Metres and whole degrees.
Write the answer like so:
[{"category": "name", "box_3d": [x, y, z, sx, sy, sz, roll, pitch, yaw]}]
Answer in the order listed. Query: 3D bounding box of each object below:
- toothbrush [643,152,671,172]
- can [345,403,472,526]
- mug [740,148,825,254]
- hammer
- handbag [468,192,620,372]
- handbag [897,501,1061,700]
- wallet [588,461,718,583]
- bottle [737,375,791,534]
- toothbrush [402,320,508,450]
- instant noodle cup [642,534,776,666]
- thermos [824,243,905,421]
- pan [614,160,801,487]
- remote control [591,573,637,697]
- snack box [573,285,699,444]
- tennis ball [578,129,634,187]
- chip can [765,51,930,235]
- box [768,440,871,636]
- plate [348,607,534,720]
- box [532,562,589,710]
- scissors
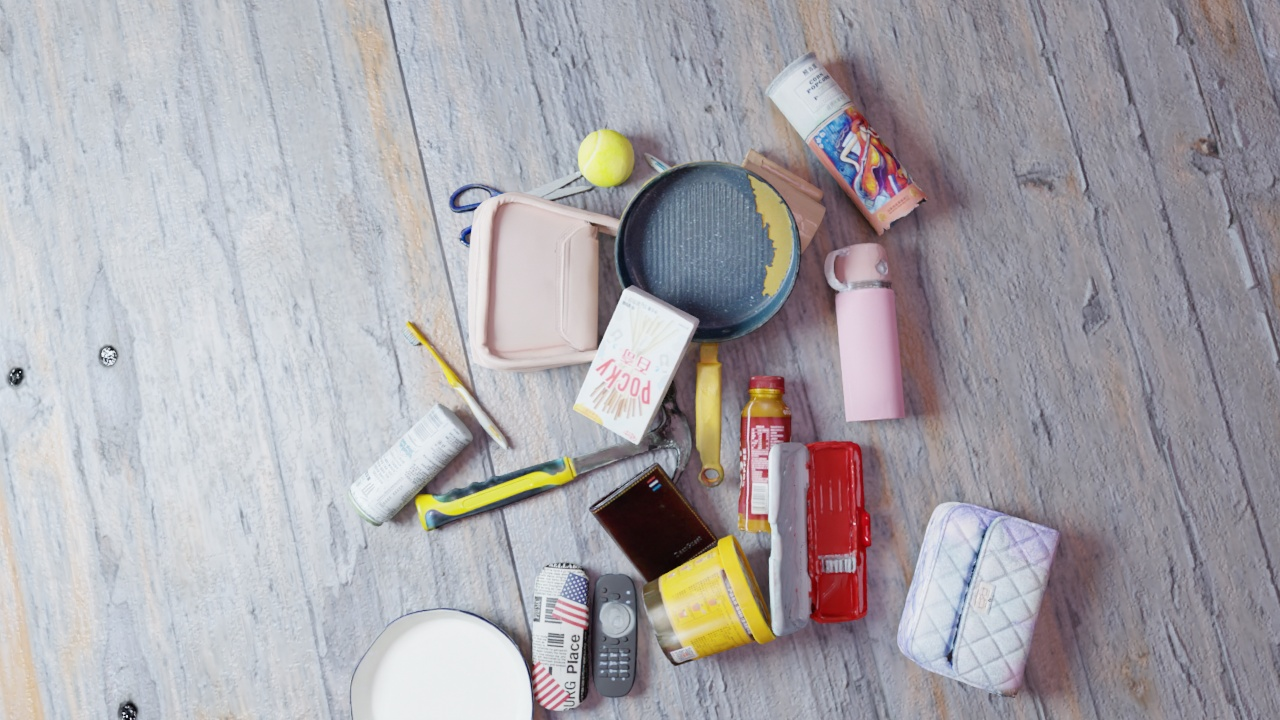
[{"category": "toothbrush", "box_3d": [0.081, -0.187, 1.077, 0.191, 0.016, 0.018, 38, 77, 3]}, {"category": "can", "box_3d": [-0.260, 0.117, 1.036, 0.146, 0.058, 0.058, -44, 86, -2]}, {"category": "mug", "box_3d": [0.149, -0.177, 1.041, 0.103, 0.084, 0.124, 29, 51, -3]}, {"category": "hammer", "box_3d": [-0.096, 0.131, 1.046, 0.323, 0.032, 0.126, -18, 85, -1]}, {"category": "handbag", "box_3d": [-0.075, -0.082, 1.031, 0.234, 0.093, 0.193, 1, 91, -15]}, {"category": "handbag", "box_3d": [0.371, 0.260, 1.009, 0.134, 0.075, 0.194, 16, 87, 2]}, {"category": "wallet", "box_3d": [0.015, 0.184, 1.026, 0.096, 0.020, 0.122, -35, 105, 7]}, {"category": "bottle", "box_3d": [0.140, 0.105, 1.032, 0.057, 0.057, 0.175, 2, 86, 1]}, {"category": "toothbrush", "box_3d": [-0.215, 0.031, 1.064, 0.018, 0.016, 0.191, -40, 86, 8]}, {"category": "instant noodle cup", "box_3d": [0.072, 0.266, 0.996, 0.114, 0.118, 0.118, -25, 86, 6]}, {"category": "thermos", "box_3d": [0.249, -0.030, 1.032, 0.087, 0.067, 0.198, -3, 86, -35]}, {"category": "pan", "box_3d": [0.074, -0.036, 0.998, 0.198, 0.078, 0.358, 0, 111, 7]}, {"category": "remote control", "box_3d": [-0.029, 0.308, 1.035, 0.053, 0.024, 0.136, 1, 84, 2]}, {"category": "snack box", "box_3d": [-0.006, 0.006, 0.992, 0.085, 0.026, 0.157, 28, 113, 9]}, {"category": "tennis ball", "box_3d": [-0.039, -0.232, 1.057, 0.065, 0.065, 0.065, 0, 85, 0]}, {"category": "chip can", "box_3d": [0.236, -0.247, 1.053, 0.071, 0.071, 0.214, -37, 87, -2]}, {"category": "box", "box_3d": [0.188, 0.189, 1.003, 0.161, 0.058, 0.201, 2, 85, -38]}, {"category": "plate", "box_3d": [-0.219, 0.377, 1.022, 0.205, 0.045, 0.204, 0, 85, 0]}, {"category": "box", "box_3d": [-0.088, 0.309, 1.032, 0.068, 0.052, 0.164, 3, 87, -10]}, {"category": "scissors", "box_3d": [-0.139, -0.178, 1.080, 0.172, 0.012, 0.132, 10, 85, 1]}]
